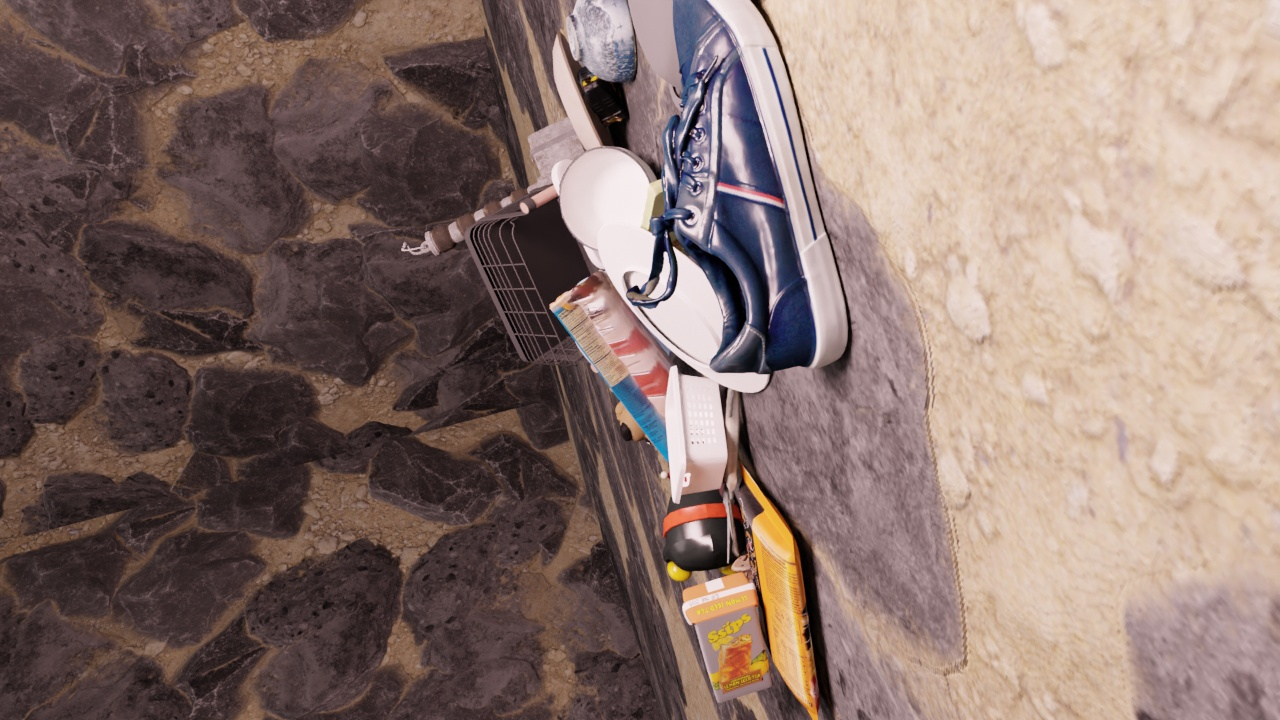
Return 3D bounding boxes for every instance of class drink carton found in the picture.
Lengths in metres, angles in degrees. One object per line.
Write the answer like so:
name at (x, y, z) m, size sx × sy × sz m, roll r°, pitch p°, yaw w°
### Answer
drink carton at (0.091, 0.284, 0.942) m, size 0.048 × 0.076 × 0.125 m, roll -111°, pitch 5°, yaw -60°

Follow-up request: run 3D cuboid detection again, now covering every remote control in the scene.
remote control at (-0.064, -0.171, 1.080) m, size 0.013 × 0.043 × 0.136 m, roll -13°, pitch 108°, yaw 45°

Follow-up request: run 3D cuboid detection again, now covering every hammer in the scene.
hammer at (-0.207, -0.222, 1.370) m, size 0.079 × 0.326 × 0.176 m, roll 57°, pitch -170°, yaw -56°

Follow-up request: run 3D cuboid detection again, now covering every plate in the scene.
plate at (0.033, -0.041, 0.841) m, size 0.208 × 0.015 × 0.209 m, roll 40°, pitch 164°, yaw 14°
plate at (-0.074, -0.317, 1.155) m, size 0.188 × 0.027 × 0.188 m, roll -21°, pitch -91°, yaw -82°

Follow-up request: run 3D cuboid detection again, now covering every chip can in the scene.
chip can at (-0.006, 0.006, 1.047) m, size 0.229 × 0.079 × 0.080 m, roll 53°, pitch 173°, yaw -6°

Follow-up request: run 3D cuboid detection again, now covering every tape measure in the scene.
tape measure at (-0.050, -0.324, 1.093) m, size 0.067 × 0.038 × 0.062 m, roll 43°, pitch -149°, yaw -49°

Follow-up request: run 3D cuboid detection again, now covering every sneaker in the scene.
sneaker at (0.044, -0.127, 0.644) m, size 0.121 × 0.127 × 0.294 m, roll 138°, pitch 119°, yaw -79°

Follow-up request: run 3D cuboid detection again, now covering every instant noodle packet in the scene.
instant noodle packet at (0.136, 0.229, 0.910) m, size 0.159 × 0.032 × 0.221 m, roll -121°, pitch 19°, yaw -68°

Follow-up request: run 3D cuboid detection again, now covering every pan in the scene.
pan at (0.004, -0.388, 0.778) m, size 0.216 × 0.024 × 0.355 m, roll -120°, pitch 19°, yaw -59°

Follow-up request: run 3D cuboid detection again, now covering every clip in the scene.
clip at (0.118, 0.238, 1.016) m, size 0.060 × 0.024 × 0.041 m, roll -5°, pitch -87°, yaw -71°

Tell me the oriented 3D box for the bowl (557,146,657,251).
bowl at (-0.027, -0.182, 1.035) m, size 0.065 × 0.116 × 0.116 m, roll -30°, pitch -72°, yaw -65°

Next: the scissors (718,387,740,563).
scissors at (0.091, 0.104, 0.956) m, size 0.198 × 0.015 × 0.180 m, roll -96°, pitch 8°, yaw -49°

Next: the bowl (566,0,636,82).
bowl at (-0.048, -0.363, 1.016) m, size 0.114 × 0.060 × 0.114 m, roll 166°, pitch 91°, yaw -80°

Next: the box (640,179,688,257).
box at (0.041, -0.146, 0.828) m, size 0.130 × 0.064 × 0.188 m, roll -63°, pitch -4°, yaw -20°

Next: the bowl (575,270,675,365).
bowl at (-0.007, -0.052, 1.115) m, size 0.151 × 0.074 × 0.151 m, roll 21°, pitch 131°, yaw 26°

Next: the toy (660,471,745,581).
toy at (0.071, 0.185, 1.061) m, size 0.100 × 0.097 × 0.119 m, roll 95°, pitch 168°, yaw -64°

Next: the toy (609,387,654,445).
toy at (0.012, 0.066, 1.232) m, size 0.108 × 0.105 × 0.134 m, roll 47°, pitch 156°, yaw 49°

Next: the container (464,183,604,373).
container at (-0.100, -0.116, 1.214) m, size 0.130 × 0.162 × 0.241 m, roll 5°, pitch 124°, yaw 50°

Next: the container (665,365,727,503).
container at (0.057, 0.076, 0.951) m, size 0.081 × 0.049 × 0.129 m, roll 96°, pitch 173°, yaw -50°
